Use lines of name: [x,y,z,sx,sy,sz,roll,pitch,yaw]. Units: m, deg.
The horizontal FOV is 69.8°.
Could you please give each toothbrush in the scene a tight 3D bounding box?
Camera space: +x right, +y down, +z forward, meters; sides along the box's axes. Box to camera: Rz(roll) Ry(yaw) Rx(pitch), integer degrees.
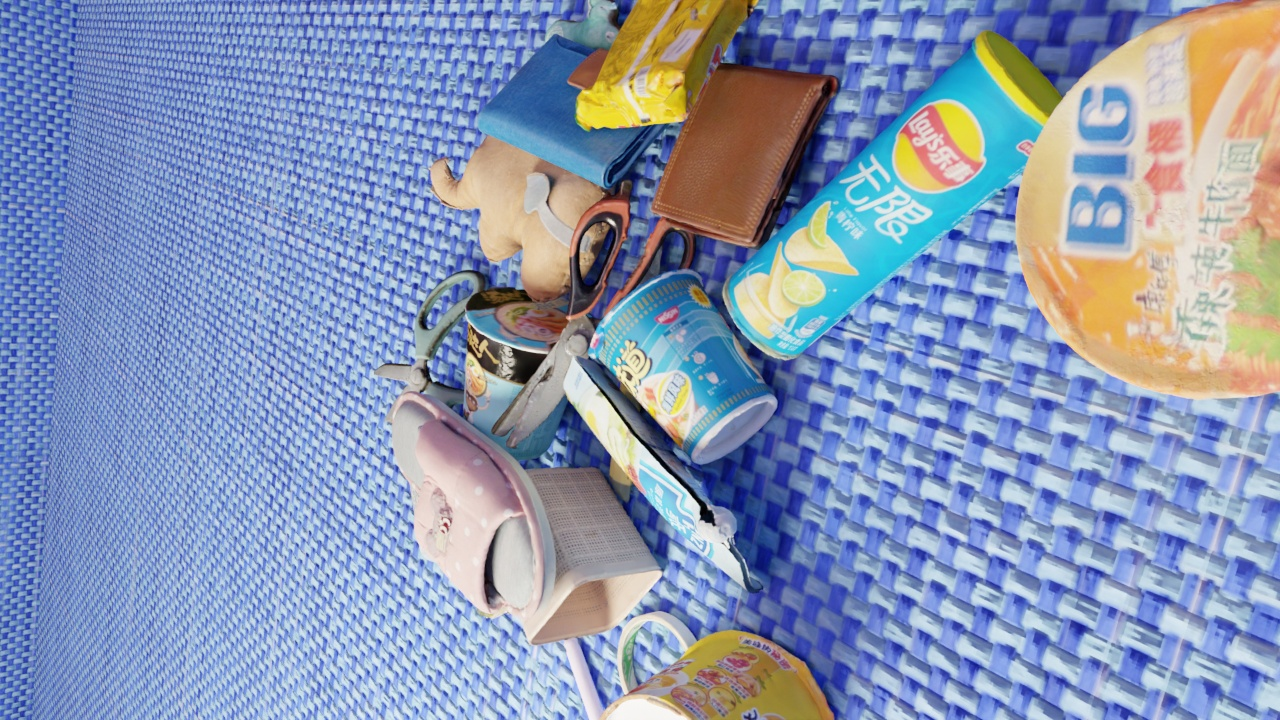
toothbrush: [-0.023,0.311,0.741,0.029,0.021,0.189,98,149,-58]

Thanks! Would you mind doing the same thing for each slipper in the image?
slipper: [-0.150,0.106,0.727,0.274,0.054,0.114,37,122,46]

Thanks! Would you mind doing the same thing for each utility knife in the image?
utility knife: [-0.004,0.004,0.721,0.031,0.022,0.219,19,110,44]

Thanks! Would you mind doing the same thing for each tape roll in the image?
tape roll: [0.016,0.237,0.703,0.086,0.013,0.086,-1,89,46]

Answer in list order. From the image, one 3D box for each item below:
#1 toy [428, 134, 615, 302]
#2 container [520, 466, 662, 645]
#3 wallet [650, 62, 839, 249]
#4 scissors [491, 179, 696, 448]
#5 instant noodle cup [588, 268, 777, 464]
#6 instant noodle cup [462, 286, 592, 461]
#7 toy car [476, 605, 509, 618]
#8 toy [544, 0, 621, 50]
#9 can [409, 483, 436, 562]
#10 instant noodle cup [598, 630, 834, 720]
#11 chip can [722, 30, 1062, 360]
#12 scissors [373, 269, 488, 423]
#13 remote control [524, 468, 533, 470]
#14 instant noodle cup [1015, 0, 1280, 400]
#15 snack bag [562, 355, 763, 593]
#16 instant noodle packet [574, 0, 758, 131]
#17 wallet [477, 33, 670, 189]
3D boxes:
toy: [-0.103,-0.147,0.781,0.226,0.082,0.143,39,105,42]
container: [-0.057,0.149,0.729,0.090,0.090,0.111,-54,51,32]
wallet: [0.069,-0.141,0.623,0.101,0.032,0.124,26,93,45]
scissors: [-0.050,-0.034,0.684,0.015,0.206,0.193,-118,12,-76]
instant noodle cup: [0.034,0.010,0.634,0.110,0.099,0.099,53,126,22]
instant noodle cup: [-0.101,0.016,0.767,0.111,0.111,0.121,40,125,39]
toy car: [-0.113,0.203,0.818,0.035,0.042,0.091,40,129,-13]
toy: [-0.046,-0.271,0.758,0.092,0.030,0.096,-6,88,42]
can: [-0.187,0.116,0.862,0.058,0.058,0.146,-55,39,31]
instant noodle cup: [0.042,0.256,0.596,0.138,0.109,0.138,-1,89,39]
chip can: [0.140,-0.087,0.533,0.211,0.071,0.071,-43,60,38]
scissors: [-0.171,0.007,0.867,0.180,0.019,0.170,35,91,23]
remote control: [-0.136,0.149,0.858,0.150,0.021,0.058,-30,68,41]
instant noodle cup: [0.255,-0.060,0.383,0.152,0.111,0.151,0,90,46]
snack bag: [0.015,0.079,0.645,0.191,0.038,0.110,47,162,35]
instant noodle packet: [0.019,-0.216,0.643,0.111,0.044,0.128,7,61,48]
wallet: [-0.046,-0.194,0.705,0.133,0.040,0.106,29,70,26]
